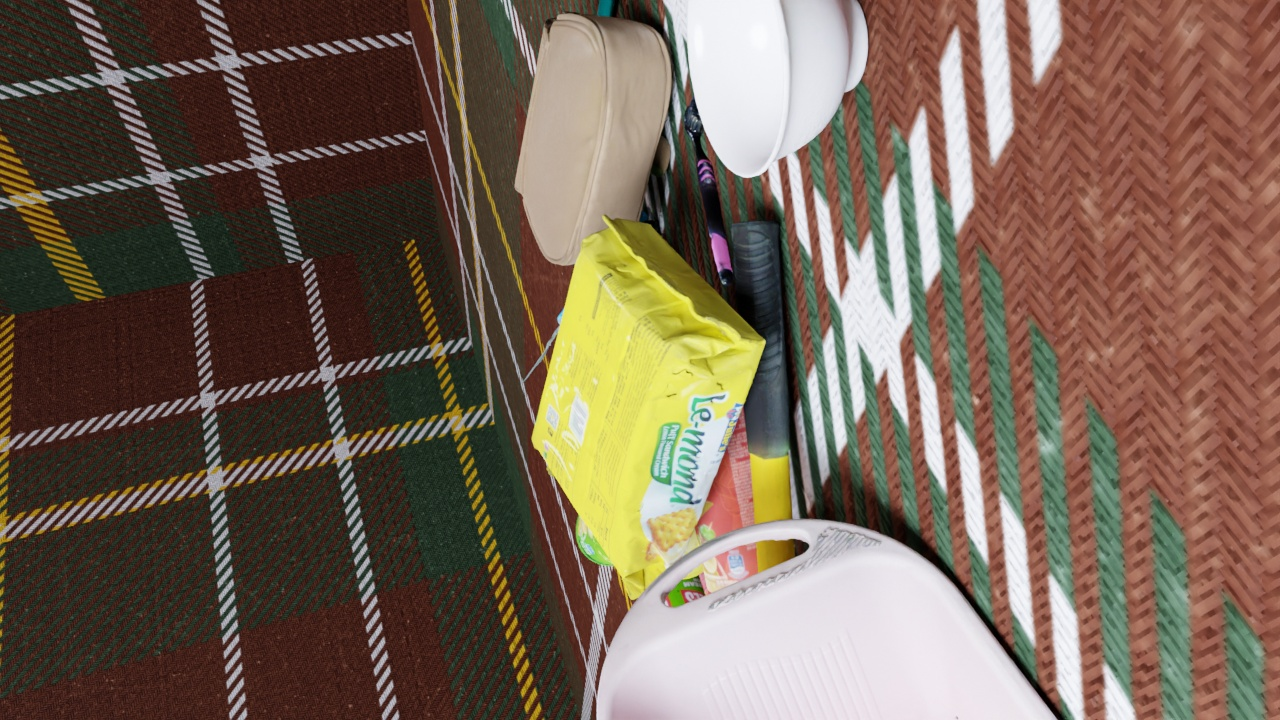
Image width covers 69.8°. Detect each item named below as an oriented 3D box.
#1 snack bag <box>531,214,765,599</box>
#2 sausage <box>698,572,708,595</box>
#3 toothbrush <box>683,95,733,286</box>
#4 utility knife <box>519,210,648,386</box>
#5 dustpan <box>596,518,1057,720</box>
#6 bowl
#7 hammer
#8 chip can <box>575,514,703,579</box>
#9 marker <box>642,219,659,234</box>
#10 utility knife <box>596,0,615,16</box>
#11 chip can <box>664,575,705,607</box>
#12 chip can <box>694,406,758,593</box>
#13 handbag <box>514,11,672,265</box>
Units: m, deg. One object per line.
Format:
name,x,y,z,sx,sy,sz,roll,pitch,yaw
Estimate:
snack bag,-0.010,0.033,0.648,0.158,0.068,0.247,51,137,39
sausage,0.064,0.201,0.876,0.155,0.020,0.020,-110,14,-53
toothbrush,0.047,-0.120,0.623,0.018,0.014,0.188,107,162,-48
utility knife,-0.050,-0.061,0.819,0.018,0.217,0.034,38,150,-9
dustpan,0.086,0.196,0.430,0.273,0.222,0.139,-128,16,-74
bowl,0.074,-0.157,0.463,0.118,0.064,0.118,166,90,-76
hammer,0.086,0.059,0.608,0.129,0.032,0.301,1,99,45
chip can,-0.001,0.155,0.830,0.222,0.072,0.072,153,104,-70
marker,0.014,-0.069,0.863,0.022,0.018,0.131,-76,-17,-62
utility knife,-0.025,-0.336,0.782,0.176,0.013,0.029,112,141,-66
chip can,0.038,0.239,0.902,0.235,0.072,0.072,-115,18,-53
chip can,0.066,0.079,0.692,0.073,0.073,0.216,-169,66,-74
handbag,-0.039,-0.186,0.768,0.147,0.099,0.205,52,137,41
